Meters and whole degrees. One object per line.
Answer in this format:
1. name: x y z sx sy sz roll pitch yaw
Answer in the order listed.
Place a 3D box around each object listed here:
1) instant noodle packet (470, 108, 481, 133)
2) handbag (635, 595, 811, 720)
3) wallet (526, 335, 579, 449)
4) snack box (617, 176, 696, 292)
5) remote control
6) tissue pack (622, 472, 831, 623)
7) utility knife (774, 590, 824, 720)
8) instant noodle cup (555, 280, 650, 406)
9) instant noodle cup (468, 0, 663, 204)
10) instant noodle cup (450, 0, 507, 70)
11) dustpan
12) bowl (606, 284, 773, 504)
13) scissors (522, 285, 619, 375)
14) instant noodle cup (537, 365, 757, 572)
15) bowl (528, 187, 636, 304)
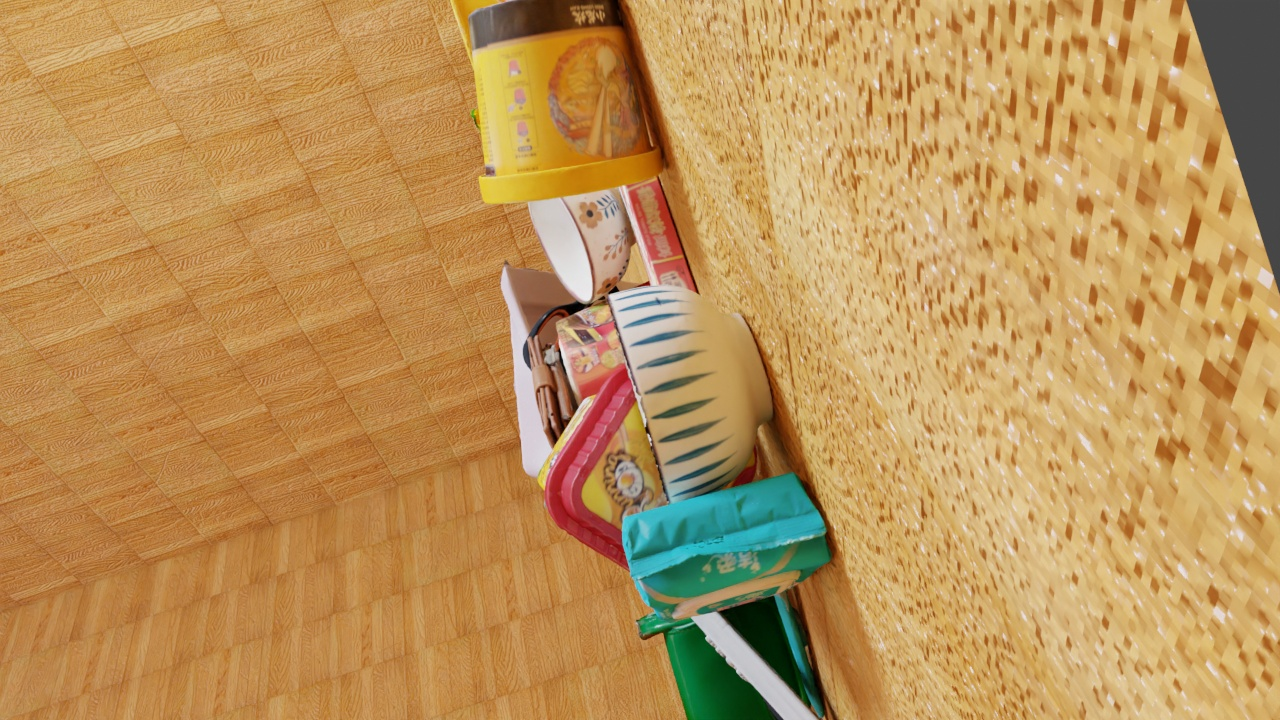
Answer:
1. instant noodle packet: -0.082 -0.202 0.847 0.111 0.128 0.044 73 -177 -58
2. handbag: 0.068 0.245 0.738 0.068 0.120 0.131 171 83 -83
3. wallet: -0.062 0.052 0.750 0.131 0.031 0.108 -112 3 -54
4. snack box: 0.012 -0.089 0.682 0.075 0.025 0.152 78 175 -77
5. remote control: 0.080 0.218 0.646 0.150 0.021 0.058 43 174 31
6. tissue pack: 0.043 0.099 0.472 0.133 0.093 0.050 74 -179 -71
7. utility knife: 0.113 0.204 0.647 0.029 0.013 0.166 -105 -4 -59
8. instant noodle cup: -0.005 0.005 0.773 0.138 0.108 0.138 158 94 -88
9. instant noodle cup: -0.052 -0.165 0.580 0.118 0.118 0.114 -113 13 -75
10. instant noodle cup: -0.106 -0.308 0.825 0.138 0.110 0.138 158 94 -88
11. dustpan: -0.011 0.037 0.919 0.222 0.139 0.273 -2 -88 -48
12. bowl: 0.029 0.013 0.480 0.116 0.066 0.116 159 94 -88
13. scissors: -0.032 -0.055 0.882 0.221 0.233 0.022 43 144 -17
14. instant noodle cup: -0.006 0.072 0.601 0.116 0.116 0.124 35 166 -16
15. bowl: -0.042 -0.110 0.760 0.113 0.062 0.114 51 158 30
